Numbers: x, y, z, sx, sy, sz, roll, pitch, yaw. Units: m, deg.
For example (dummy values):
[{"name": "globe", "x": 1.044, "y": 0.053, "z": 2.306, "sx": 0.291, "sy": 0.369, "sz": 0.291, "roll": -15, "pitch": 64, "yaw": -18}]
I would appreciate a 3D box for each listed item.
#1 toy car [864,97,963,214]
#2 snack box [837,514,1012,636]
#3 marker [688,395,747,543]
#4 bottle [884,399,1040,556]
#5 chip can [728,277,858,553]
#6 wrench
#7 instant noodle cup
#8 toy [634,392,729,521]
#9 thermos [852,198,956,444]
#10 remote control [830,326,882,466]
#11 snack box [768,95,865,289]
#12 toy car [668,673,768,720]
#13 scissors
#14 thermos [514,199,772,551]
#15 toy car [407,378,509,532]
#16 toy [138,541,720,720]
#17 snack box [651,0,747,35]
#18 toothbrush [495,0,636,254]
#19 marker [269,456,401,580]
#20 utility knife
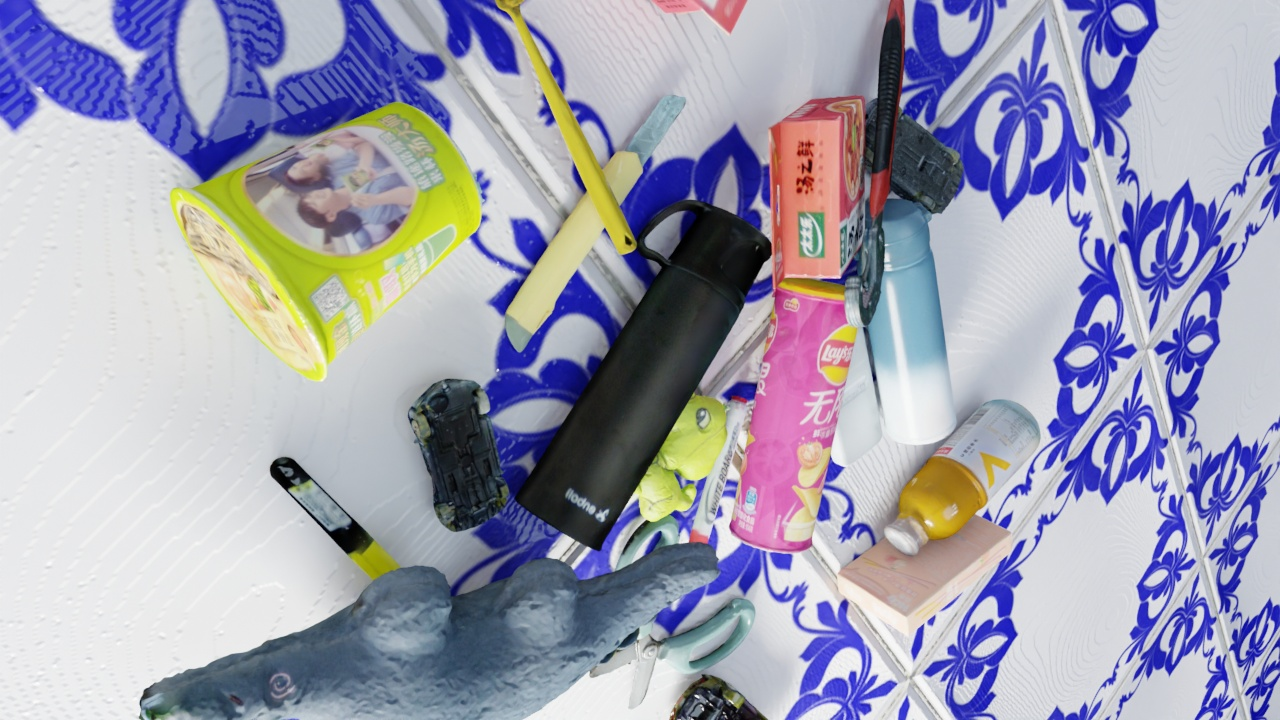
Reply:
[{"name": "toy car", "x": 0.215, "y": -0.165, "z": 0.750, "sx": 0.120, "sy": 0.037, "sz": 0.054, "roll": 28, "pitch": 88, "yaw": -29}, {"name": "snack box", "x": 0.274, "y": 0.194, "z": 0.883, "sx": 0.157, "sy": 0.084, "sz": 0.026, "roll": -28, "pitch": 123, "yaw": -26}, {"name": "marker", "x": 0.058, "y": 0.098, "z": 0.720, "sx": 0.017, "sy": 0.017, "sz": 0.145, "roll": 21, "pitch": 83, "yaw": -39}, {"name": "bottle", "x": 0.311, "y": 0.115, "z": 0.894, "sx": 0.189, "sy": 0.068, "sz": 0.068, "roll": -39, "pitch": 125, "yaw": -20}, {"name": "chip can", "x": 0.123, "y": 0.043, "z": 0.727, "sx": 0.071, "sy": 0.071, "sz": 0.211, "roll": 0, "pitch": 105, "yaw": -37}, {"name": "wrench", "x": 0.179, "y": -0.153, "z": 0.685, "sx": 0.056, "sy": 0.016, "sz": 0.273, "roll": 35, "pitch": 62, "yaw": -58}, {"name": "instant noodle cup", "x": -0.150, "y": -0.069, "z": 0.471, "sx": 0.123, "sy": 0.112, "sz": 0.112, "roll": -41, "pitch": 125, "yaw": -28}, {"name": "toy", "x": 0.030, "y": 0.070, "z": 0.694, "sx": 0.100, "sy": 0.031, "sz": 0.097, "roll": -38, "pitch": 124, "yaw": -16}, {"name": "thermos", "x": 0.224, "y": -0.032, "z": 0.784, "sx": 0.070, "sy": 0.070, "sz": 0.221, "roll": -33, "pitch": 121, "yaw": -24}, {"name": "remote control", "x": 0.178, "y": 0.028, "z": 0.796, "sx": 0.055, "sy": 0.020, "sz": 0.136, "roll": -33, "pitch": 122, "yaw": -23}, {"name": "snack box", "x": 0.130, "y": -0.123, "z": 0.658, "sx": 0.126, "sy": 0.044, "sz": 0.113, "roll": -46, "pitch": 136, "yaw": -57}, {"name": "toy car", "x": 0.079, "y": 0.333, "z": 0.811, "sx": 0.070, "sy": 0.042, "sz": 0.158, "roll": -49, "pitch": 127, "yaw": -13}, {"name": "scissors", "x": 0.031, "y": 0.196, "z": 0.746, "sx": 0.171, "sy": 0.019, "sz": 0.170, "roll": -10, "pitch": 112, "yaw": -33}, {"name": "thermos", "x": -0.004, "y": 0.004, "z": 0.633, "sx": 0.090, "sy": 0.068, "sz": 0.242, "roll": 32, "pitch": 83, "yaw": -8}, {"name": "toy car", "x": -0.116, "y": 0.058, "z": 0.581, "sx": 0.048, "sy": 0.031, "sz": 0.106, "roll": -23, "pitch": 119, "yaw": -30}, {"name": "toy", "x": -0.114, "y": 0.183, "z": 0.574, "sx": 0.355, "sy": 0.091, "sz": 0.138, "roll": -4, "pitch": 138, "yaw": -33}, {"name": "snack box", "x": 0.026, "y": -0.284, "z": 0.563, "sx": 0.127, "sy": 0.044, "sz": 0.113, "roll": 29, "pitch": 86, "yaw": -38}, {"name": "toothbrush", "x": -0.044, "y": -0.148, "z": 0.562, "sx": 0.015, "sy": 0.017, "sz": 0.190, "roll": -35, "pitch": 118, "yaw": -18}, {"name": "marker", "x": -0.182, "y": 0.102, "z": 0.560, "sx": 0.018, "sy": 0.015, "sz": 0.124, "roll": -44, "pitch": 123, "yaw": -19}, {"name": "utility knife", "x": -0.029, "y": -0.095, "z": 0.602, "sx": 0.204, "sy": 0.021, "sz": 0.031, "roll": -53, "pitch": 132, "yaw": -2}]
